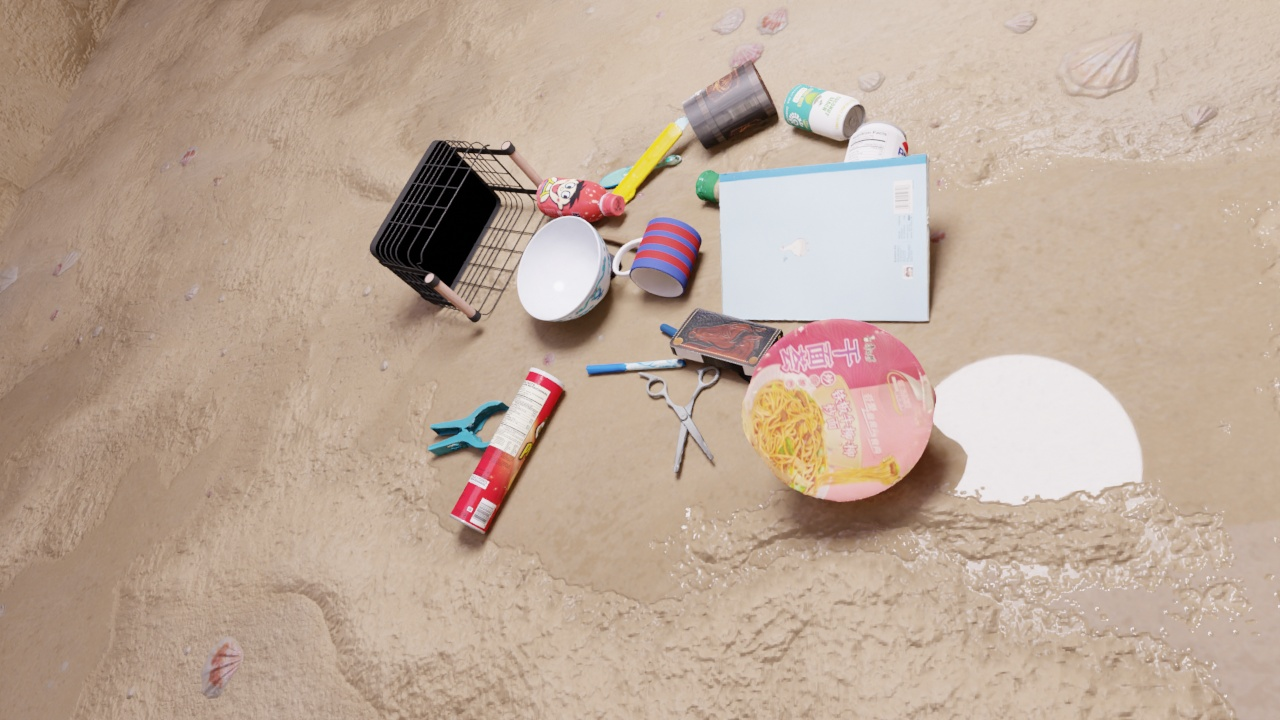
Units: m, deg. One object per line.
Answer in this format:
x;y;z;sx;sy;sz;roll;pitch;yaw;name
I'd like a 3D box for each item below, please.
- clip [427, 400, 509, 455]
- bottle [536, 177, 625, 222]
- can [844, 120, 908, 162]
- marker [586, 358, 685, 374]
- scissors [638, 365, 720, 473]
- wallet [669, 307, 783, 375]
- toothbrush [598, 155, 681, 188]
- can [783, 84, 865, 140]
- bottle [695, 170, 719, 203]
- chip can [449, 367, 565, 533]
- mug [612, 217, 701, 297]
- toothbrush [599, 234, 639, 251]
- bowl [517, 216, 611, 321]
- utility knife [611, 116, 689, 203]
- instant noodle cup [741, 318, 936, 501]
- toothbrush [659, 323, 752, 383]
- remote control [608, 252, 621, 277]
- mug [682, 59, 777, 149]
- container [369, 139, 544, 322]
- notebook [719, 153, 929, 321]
-0.226;0.111;1.230;0.130;0.031;0.121;-33;54;11;clip
-0.083;-0.231;1.326;0.138;0.062;0.062;14;70;38;bottle
0.271;-0.211;1.086;0.070;0.070;0.132;4;64;34;can
-0.007;0.007;1.164;0.142;0.013;0.013;-5;60;30;marker
0.042;0.062;1.098;0.162;0.014;0.141;16;68;38;scissors
0.102;-0.023;1.096;0.123;0.019;0.072;16;57;34;wallet
-0.004;-0.275;1.332;0.135;0.017;0.022;-13;83;25;toothbrush
0.236;-0.320;1.185;0.102;0.055;0.055;33;82;41;can
0.124;-0.220;1.202;0.111;0.043;0.043;23;76;39;bottle
-0.169;0.114;1.173;0.052;0.052;0.214;17;72;38;chip can
0.017;-0.134;1.193;0.112;0.075;0.076;7;66;32;mug
-0.033;-0.169;1.287;0.167;0.016;0.016;22;76;40;toothbrush
-0.088;-0.114;1.239;0.144;0.074;0.143;-12;70;34;bowl
0.013;-0.283;1.306;0.030;0.017;0.165;47;110;16;utility knife
0.200;0.047;0.927;0.179;0.077;0.178;0;92;14;instant noodle cup
0.081;-0.011;1.119;0.014;0.014;0.168;-44;47;-14;toothbrush
-0.076;-0.153;1.305;0.136;0.015;0.032;35;84;38;remote control
0.123;-0.357;1.275;0.107;0.080;0.115;-26;23;18;mug
-0.258;-0.194;1.345;0.130;0.163;0.241;14;70;37;container
0.205;-0.136;1.057;0.254;0.009;0.181;2;98;33;notebook
